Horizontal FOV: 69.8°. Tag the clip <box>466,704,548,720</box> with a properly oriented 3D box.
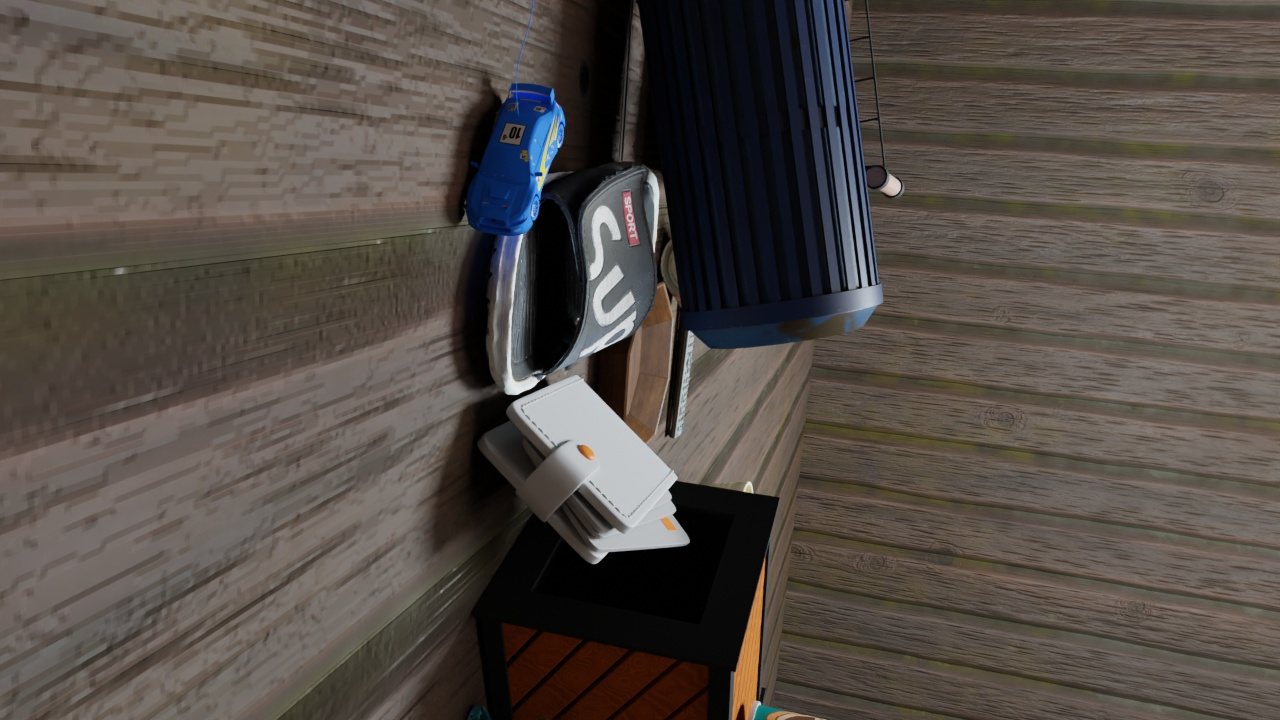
[{"bbox_3d":[-0.081,0.245,0.519,0.130,0.120,0.030,63,33,-24],"label":"clip"}]

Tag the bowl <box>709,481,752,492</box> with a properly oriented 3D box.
[{"bbox_3d":[0.067,0.195,0.954,0.150,0.075,0.150,8,89,-76],"label":"bowl"}]

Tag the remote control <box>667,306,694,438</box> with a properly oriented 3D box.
[{"bbox_3d":[0.041,0.006,0.881,0.033,0.013,0.136,-24,120,-73],"label":"remote control"}]

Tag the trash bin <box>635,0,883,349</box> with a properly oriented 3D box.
[{"bbox_3d":[0.074,-0.138,0.576,0.139,0.139,0.249,-26,108,-73],"label":"trash bin"}]

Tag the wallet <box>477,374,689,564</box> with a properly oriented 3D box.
[{"bbox_3d":[-0.020,0.065,0.493,0.037,0.115,0.118,-46,174,16],"label":"wallet"}]

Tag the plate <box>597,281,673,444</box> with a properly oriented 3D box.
[{"bbox_3d":[-0.004,0.004,0.685,0.131,0.025,0.131,8,89,-75],"label":"plate"}]

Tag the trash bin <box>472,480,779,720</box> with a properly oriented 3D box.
[{"bbox_3d":[0.000,0.183,0.561,0.139,0.140,0.172,-59,152,-57],"label":"trash bin"}]

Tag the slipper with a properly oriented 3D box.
[{"bbox_3d":[-0.018,-0.060,0.536,0.263,0.063,0.111,-51,145,-68],"label":"slipper"}]

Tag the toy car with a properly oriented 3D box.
[{"bbox_3d":[-0.056,-0.109,0.406,0.062,0.033,0.091,83,19,-63],"label":"toy car"}]

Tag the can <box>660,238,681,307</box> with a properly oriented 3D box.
[{"bbox_3d":[0.057,-0.073,0.796,0.076,0.067,0.067,40,59,-72],"label":"can"}]

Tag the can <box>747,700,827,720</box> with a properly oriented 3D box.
[{"bbox_3d":[0.128,0.258,0.513,0.099,0.144,0.099,8,89,-75],"label":"can"}]

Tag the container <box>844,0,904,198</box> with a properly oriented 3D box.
[{"bbox_3d":[0.119,-0.240,0.709,0.162,0.130,0.241,-15,98,-67],"label":"container"}]
